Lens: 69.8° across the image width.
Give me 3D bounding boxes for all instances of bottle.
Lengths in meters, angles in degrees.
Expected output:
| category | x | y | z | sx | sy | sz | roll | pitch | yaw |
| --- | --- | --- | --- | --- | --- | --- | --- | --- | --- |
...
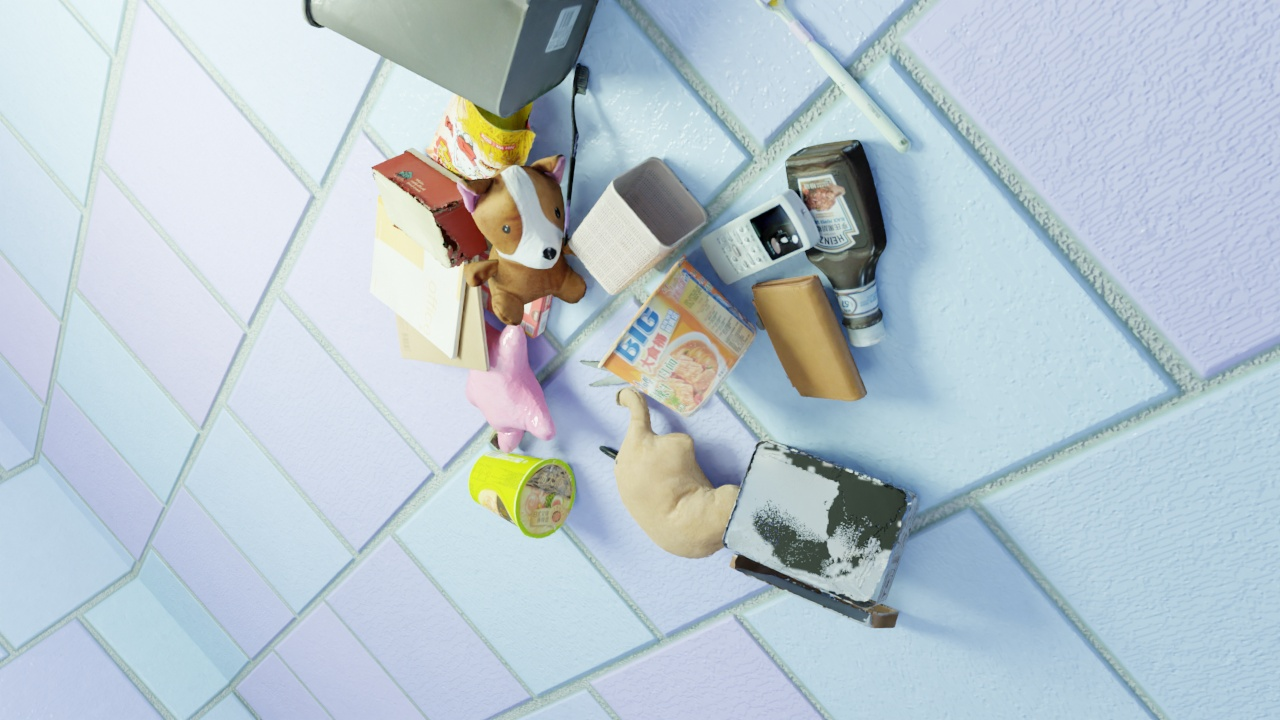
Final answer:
| category | x | y | z | sx | sy | sz | roll | pitch | yaw |
| --- | --- | --- | --- | --- | --- | --- | --- | --- | --- |
| bottle | 0.193 | -0.106 | 0.864 | 0.080 | 0.043 | 0.195 | 3 | 120 | 44 |

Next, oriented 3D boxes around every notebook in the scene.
| category | x | y | z | sx | sy | sz | roll | pitch | yaw |
| --- | --- | --- | --- | --- | --- | --- | --- | --- | --- |
| notebook | -0.290 | -0.110 | 1.187 | 0.206 | 0.010 | 0.146 | 35 | 125 | 35 |
| notebook | -0.266 | -0.067 | 1.190 | 0.212 | 0.012 | 0.149 | 7 | 106 | 46 |

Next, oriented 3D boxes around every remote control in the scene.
| category | x | y | z | sx | sy | sz | roll | pitch | yaw |
| --- | --- | --- | --- | --- | --- | --- | --- | --- | --- |
| remote control | 0.114 | -0.118 | 0.901 | 0.058 | 0.021 | 0.150 | 59 | 151 | -6 |

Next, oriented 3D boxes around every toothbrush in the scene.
| category | x | y | z | sx | sy | sz | roll | pitch | yaw |
| --- | --- | --- | --- | --- | --- | --- | --- | --- | --- |
| toothbrush | 0.171 | -0.254 | 0.803 | 0.189 | 0.029 | 0.020 | 48 | 176 | -1 |
| toothbrush | 0.023 | 0.150 | 1.170 | 0.181 | 0.015 | 0.018 | 26 | 124 | 20 |
| toothbrush | -0.069 | -0.214 | 0.959 | 0.017 | 0.014 | 0.189 | 6 | 96 | 5 |

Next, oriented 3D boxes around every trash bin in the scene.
| category | x | y | z | sx | sy | sz | roll | pitch | yaw |
| --- | --- | --- | --- | --- | --- | --- | --- | --- | --- |
| trash bin | -0.167 | -0.368 | 0.872 | 0.220 | 0.198 | 0.200 | 33 | 134 | 5 |

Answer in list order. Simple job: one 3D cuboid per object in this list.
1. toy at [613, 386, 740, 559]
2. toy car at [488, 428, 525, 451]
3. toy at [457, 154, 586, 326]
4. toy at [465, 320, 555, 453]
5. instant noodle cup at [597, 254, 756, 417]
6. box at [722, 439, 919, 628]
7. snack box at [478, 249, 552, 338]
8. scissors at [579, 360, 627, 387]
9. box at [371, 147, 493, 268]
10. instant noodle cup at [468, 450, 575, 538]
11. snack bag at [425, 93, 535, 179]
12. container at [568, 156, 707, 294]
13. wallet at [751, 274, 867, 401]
| category | x | y | z | sx | sy | sz | roll | pitch | yaw |
| --- | --- | --- | --- | --- | --- | --- | --- | --- | --- |
| toy | 0.026 | 0.140 | 1.108 | 0.226 | 0.082 | 0.144 | 47 | 116 | 6 |
| toy car | -0.179 | 0.090 | 1.267 | 0.042 | 0.035 | 0.091 | 42 | 131 | 4 |
| toy | -0.127 | -0.131 | 1.010 | 0.130 | 0.140 | 0.200 | 48 | 151 | 38 |
| toy | -0.186 | 0.025 | 1.195 | 0.179 | 0.074 | 0.194 | -16 | 95 | 50 |
| instant noodle cup | 0.043 | -0.019 | 0.965 | 0.111 | 0.151 | 0.152 | 38 | 134 | -1 |
| box | 0.210 | 0.190 | 1.020 | 0.181 | 0.205 | 0.158 | 18 | 83 | 28 |
| snack box | -0.180 | -0.096 | 1.155 | 0.153 | 0.025 | 0.075 | 32 | 131 | 16 |
| scissors | 0.001 | 0.019 | 1.105 | 0.165 | 0.014 | 0.164 | 41 | 134 | 9 |
| box | -0.253 | -0.176 | 1.081 | 0.168 | 0.077 | 0.091 | 36 | 149 | 40 |
| instant noodle cup | -0.172 | 0.177 | 1.275 | 0.124 | 0.111 | 0.112 | 12 | 124 | 40 |
| snack bag | -0.181 | -0.238 | 1.032 | 0.128 | 0.073 | 0.208 | 49 | 149 | -1 |
| container | -0.007 | -0.136 | 0.962 | 0.090 | 0.089 | 0.111 | 49 | 137 | 0 |
| wallet | 0.167 | -0.021 | 0.925 | 0.108 | 0.031 | 0.132 | 0 | 119 | 63 |
